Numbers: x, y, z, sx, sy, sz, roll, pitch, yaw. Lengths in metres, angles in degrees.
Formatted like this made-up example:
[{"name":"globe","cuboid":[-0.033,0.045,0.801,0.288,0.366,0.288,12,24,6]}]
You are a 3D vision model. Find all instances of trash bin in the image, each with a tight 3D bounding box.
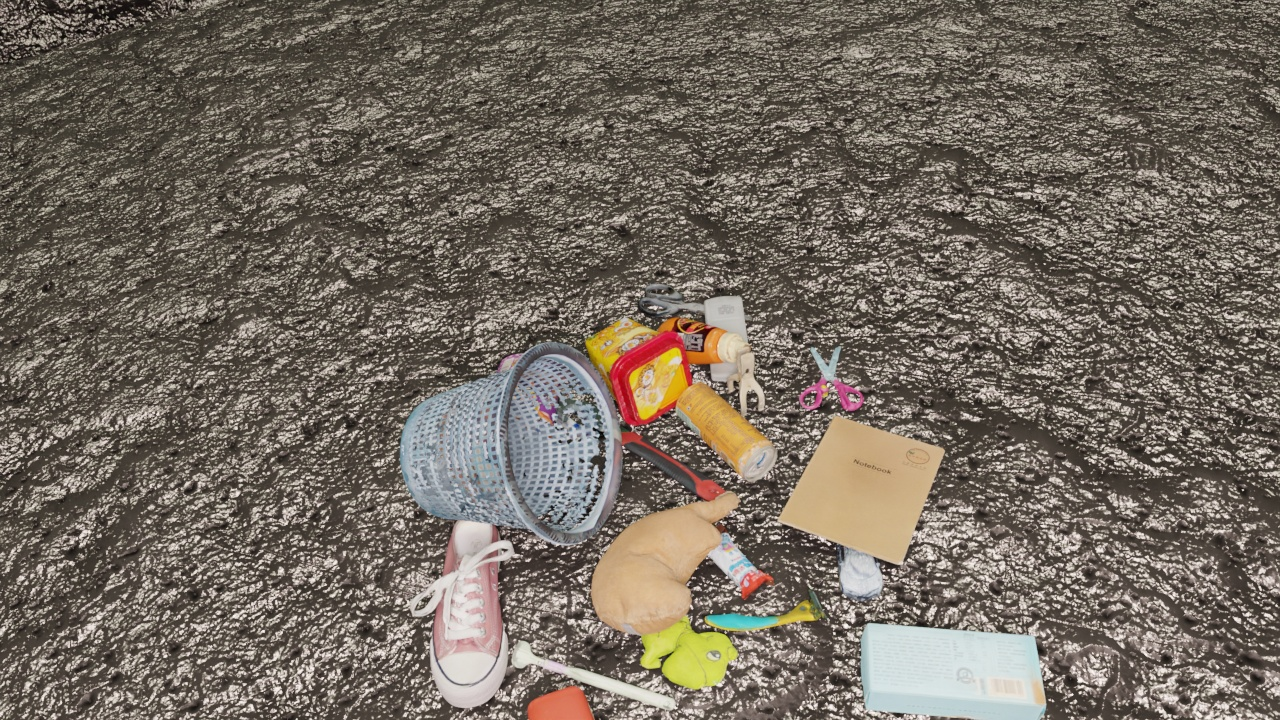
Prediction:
[{"name":"trash bin","cuboid":[-0.161,0.104,1.072,0.195,0.226,0.225,-9,41,32]}]

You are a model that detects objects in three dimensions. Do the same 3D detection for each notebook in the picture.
[{"name":"notebook","cuboid":[0.273,0.151,1.120,0.148,0.008,0.207,17,42,23]}]

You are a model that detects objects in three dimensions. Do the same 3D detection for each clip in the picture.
[{"name":"clip","cuboid":[0.137,0.021,1.237,0.035,0.102,0.095,-18,21,-7]}]

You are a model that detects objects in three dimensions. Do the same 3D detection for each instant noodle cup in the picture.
[{"name":"instant noodle cup","cuboid":[-0.158,0.053,1.225,0.112,0.112,0.099,3,50,11]},{"name":"instant noodle cup","cuboid":[-0.007,0.007,1.258,0.116,0.116,0.124,-31,39,-20]}]

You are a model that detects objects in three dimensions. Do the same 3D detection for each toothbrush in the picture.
[{"name":"toothbrush","cuboid":[-0.052,0.346,0.999,0.190,0.020,0.029,12,80,17]}]

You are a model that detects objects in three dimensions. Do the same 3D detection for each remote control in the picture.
[{"name":"remote control","cuboid":[0.125,-0.033,1.327,0.058,0.021,0.149,-5,50,4]}]

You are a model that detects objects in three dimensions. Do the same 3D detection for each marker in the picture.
[{"name":"marker","cuboid":[-0.135,0.063,1.281,0.016,0.017,0.146,-38,53,-26]}]

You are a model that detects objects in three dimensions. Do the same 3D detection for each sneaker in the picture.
[{"name":"sneaker","cuboid":[-0.198,0.268,1.045,0.118,0.088,0.240,-7,45,1]}]

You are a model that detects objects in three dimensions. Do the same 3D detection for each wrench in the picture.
[{"name":"wrench","cuboid":[0.000,0.115,1.204,0.273,0.016,0.056,28,34,27]}]

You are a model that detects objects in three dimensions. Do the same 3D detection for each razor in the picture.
[{"name":"razor","cuboid":[0.137,0.284,1.022,0.132,0.028,0.043,-7,23,-3]}]

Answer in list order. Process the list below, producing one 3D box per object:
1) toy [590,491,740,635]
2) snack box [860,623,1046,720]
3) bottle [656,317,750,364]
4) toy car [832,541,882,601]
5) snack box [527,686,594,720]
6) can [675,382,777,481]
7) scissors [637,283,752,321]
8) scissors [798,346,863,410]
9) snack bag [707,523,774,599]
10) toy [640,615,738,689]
[{"name":"toy","cuboid":[0.030,0.217,1.058,0.144,0.082,0.225,0,36,35]},{"name":"snack box","cuboid":[0.318,0.322,0.944,0.175,0.052,0.074,2,46,9]},{"name":"bottle","cuboid":[0.090,-0.022,1.271,0.150,0.067,0.066,9,45,44]},{"name":"toy car","cuboid":[0.251,0.226,1.060,0.049,0.031,0.105,-4,47,6]},{"name":"snack box","cuboid":[-0.071,0.382,0.920,0.082,0.091,0.080,-16,39,-8]},{"name":"can","cuboid":[0.110,0.091,1.190,0.058,0.058,0.146,-30,50,-20]},{"name":"scissors","cuboid":[0.085,-0.088,1.396,0.175,0.014,0.132,-13,47,-5]},{"name":"scissors","cuboid":[0.268,0.024,1.262,0.108,0.017,0.135,12,46,20]},{"name":"snack bag","cuboid":[0.109,0.237,1.073,0.045,0.026,0.105,-35,48,-14]},{"name":"toy","cuboid":[0.050,0.320,1.000,0.096,0.031,0.100,-27,45,-12]}]
